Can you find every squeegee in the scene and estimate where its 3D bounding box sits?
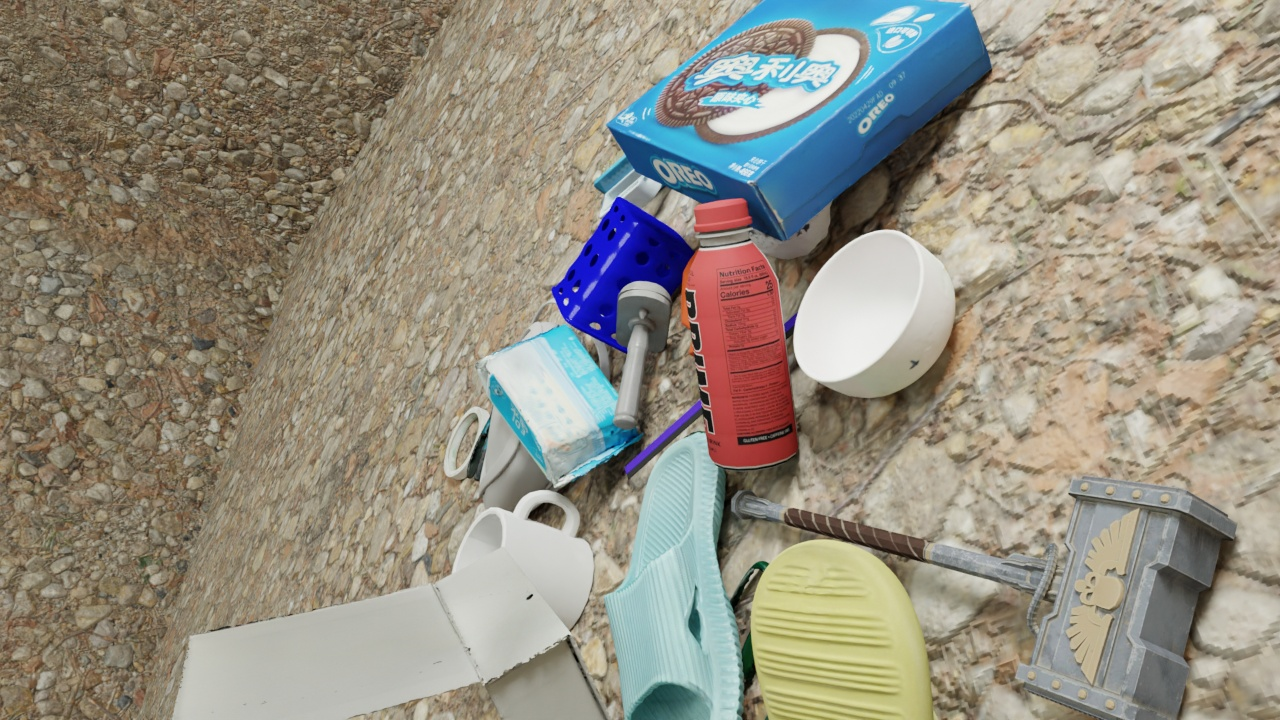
[{"bbox_3d":[0.059,-0.043,0.746,0.250,0.055,0.184,-44,24,29],"label":"squeegee"}]

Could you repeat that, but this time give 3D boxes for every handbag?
[{"bbox_3d":[-0.120,0.067,0.964,0.223,0.095,0.215,131,152,-51],"label":"handbag"}]

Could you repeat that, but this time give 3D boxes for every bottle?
[{"bbox_3d":[0.065,-0.018,0.614,0.062,0.062,0.177,14,116,61],"label":"bottle"}]

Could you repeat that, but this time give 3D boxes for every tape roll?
[{"bbox_3d":[-0.214,0.102,1.130,0.093,0.013,0.092,-40,36,38],"label":"tape roll"}]

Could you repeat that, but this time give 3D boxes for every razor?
[{"bbox_3d":[-0.005,0.005,0.786,0.088,0.047,0.116,96,-176,-61],"label":"razor"}]

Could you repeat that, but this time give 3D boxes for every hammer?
[{"bbox_3d":[0.142,0.102,0.507,0.323,0.044,0.098,1,68,62],"label":"hammer"}]

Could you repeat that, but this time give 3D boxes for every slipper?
[{"bbox_3d":[0.117,0.180,0.447,0.092,0.081,0.190,-14,81,47],"label":"slipper"},{"bbox_3d":[0.015,0.157,0.627,0.116,0.069,0.275,-50,26,41],"label":"slipper"},{"bbox_3d":[0.094,-0.150,0.754,0.112,0.074,0.246,-43,30,15],"label":"slipper"}]

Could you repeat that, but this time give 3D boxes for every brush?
[{"bbox_3d":[0.009,-0.200,0.956,0.136,0.055,0.075,-33,36,44],"label":"brush"}]

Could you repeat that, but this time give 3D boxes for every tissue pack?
[{"bbox_3d":[-0.074,0.040,0.815,0.144,0.092,0.062,52,152,24],"label":"tissue pack"}]

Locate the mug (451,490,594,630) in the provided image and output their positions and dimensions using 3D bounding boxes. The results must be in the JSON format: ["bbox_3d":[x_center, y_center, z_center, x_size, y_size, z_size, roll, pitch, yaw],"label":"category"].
[{"bbox_3d":[-0.096,0.171,0.793,0.091,0.090,0.121,22,87,62],"label":"mug"}]

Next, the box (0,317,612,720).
[{"bbox_3d":[-0.199,0.147,0.540,0.148,0.506,0.167,-62,22,-5],"label":"box"}]

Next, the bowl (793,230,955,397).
[{"bbox_3d":[0.151,-0.024,0.576,0.105,0.054,0.104,-43,33,37],"label":"bowl"}]

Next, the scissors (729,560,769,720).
[{"bbox_3d":[0.069,0.231,0.547,0.155,0.015,0.209,6,72,59],"label":"scissors"}]

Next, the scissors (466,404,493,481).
[{"bbox_3d":[-0.173,0.074,1.079,0.139,0.019,0.128,-46,32,27],"label":"scissors"}]

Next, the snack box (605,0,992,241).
[{"bbox_3d":[0.106,-0.198,0.695,0.195,0.056,0.239,-40,34,-6],"label":"snack box"}]

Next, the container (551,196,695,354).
[{"bbox_3d":[-0.015,-0.081,0.871,0.114,0.085,0.084,-54,30,16],"label":"container"}]
